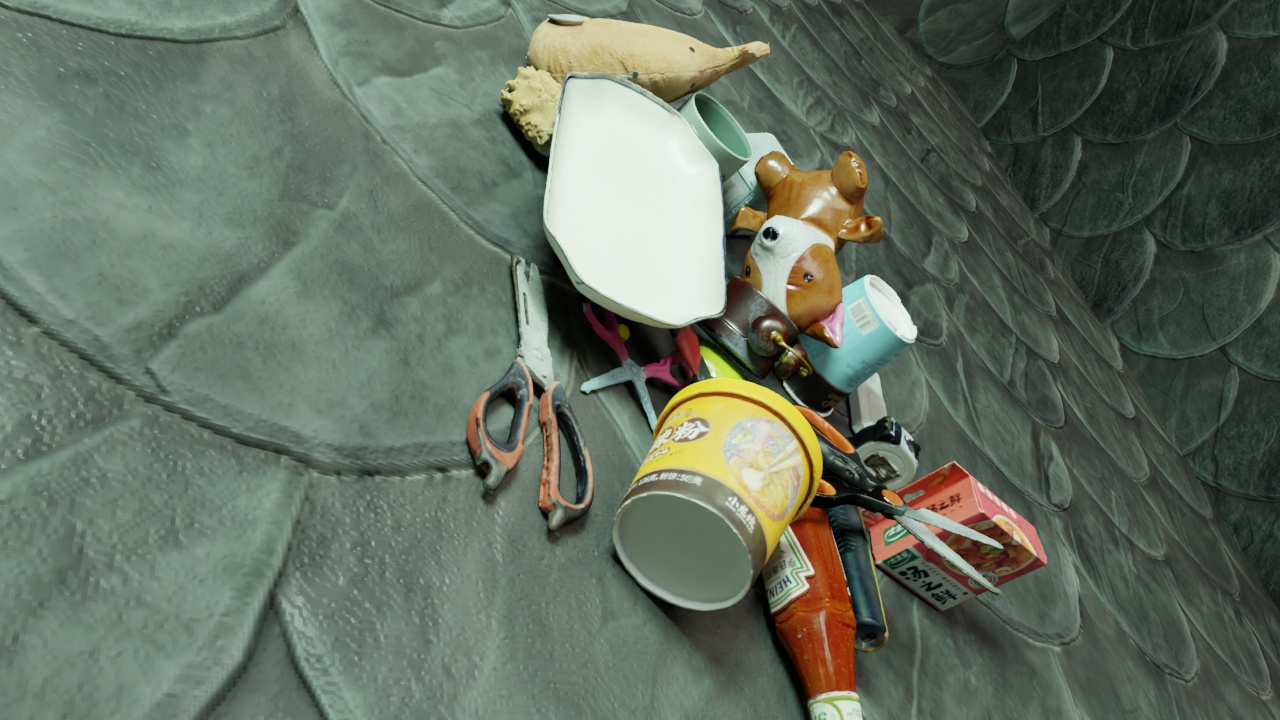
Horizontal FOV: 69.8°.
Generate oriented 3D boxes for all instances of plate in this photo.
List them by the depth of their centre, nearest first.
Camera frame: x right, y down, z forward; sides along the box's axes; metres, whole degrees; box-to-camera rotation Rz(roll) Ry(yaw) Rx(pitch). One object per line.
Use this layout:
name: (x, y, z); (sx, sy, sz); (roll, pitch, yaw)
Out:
plate: (-0.007, -0.126, 0.723); (0.162, 0.034, 0.265); (24, 46, -24)

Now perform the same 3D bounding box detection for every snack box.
snack box: (0.276, 0.162, 0.825); (0.127, 0.113, 0.044); (36, 35, -24)

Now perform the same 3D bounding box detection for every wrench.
wrench: (0.025, -0.035, 0.733); (0.056, 0.016, 0.273); (5, 58, -57)

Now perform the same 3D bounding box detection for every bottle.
bottle: (0.123, 0.193, 0.641); (0.059, 0.060, 0.205); (29, 38, -34)

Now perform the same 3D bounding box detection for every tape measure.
tape measure: (0.234, 0.093, 0.886); (0.066, 0.066, 0.033); (42, 36, -12)

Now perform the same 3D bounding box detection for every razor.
razor: (0.162, 0.151, 0.725); (0.067, 0.062, 0.167); (53, 21, -37)

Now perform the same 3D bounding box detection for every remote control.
remote control: (0.247, 0.045, 0.998); (0.049, 0.024, 0.124); (39, 32, -23)

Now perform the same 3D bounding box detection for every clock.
clock: (0.099, -0.022, 0.781); (0.122, 0.055, 0.082); (42, 0, 41)

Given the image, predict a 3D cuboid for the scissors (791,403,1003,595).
scissors: (0.167, 0.102, 0.703); (0.227, 0.022, 0.221); (8, 29, -33)

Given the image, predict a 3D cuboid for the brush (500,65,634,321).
brush: (-0.056, -0.144, 0.776); (0.083, 0.046, 0.254); (13, 52, -62)

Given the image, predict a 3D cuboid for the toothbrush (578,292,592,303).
toothbrush: (-0.005, -0.062, 0.739); (0.014, 0.017, 0.188); (63, 25, 1)

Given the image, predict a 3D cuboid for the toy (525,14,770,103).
toy: (0.005, -0.279, 0.863); (0.226, 0.083, 0.143); (9, 35, 8)

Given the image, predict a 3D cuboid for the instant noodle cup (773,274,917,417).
instant noodle cup: (0.202, -0.021, 0.909); (0.111, 0.121, 0.111); (34, 35, -28)

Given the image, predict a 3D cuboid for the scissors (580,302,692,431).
scissors: (-0.004, 0.004, 0.703); (0.134, 0.017, 0.133); (-9, 73, -50)

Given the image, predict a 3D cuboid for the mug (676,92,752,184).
mug: (0.035, -0.190, 0.874); (0.082, 0.107, 0.111); (59, 31, 9)

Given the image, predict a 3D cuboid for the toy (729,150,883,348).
toy: (0.150, -0.107, 0.869); (0.130, 0.140, 0.199); (42, 62, -52)

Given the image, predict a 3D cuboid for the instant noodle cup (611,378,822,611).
instant noodle cup: (0.046, 0.090, 0.596); (0.118, 0.119, 0.114); (48, 39, -7)

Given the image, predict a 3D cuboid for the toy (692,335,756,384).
toy: (0.077, 0.022, 0.782); (0.100, 0.031, 0.096); (30, 25, -43)

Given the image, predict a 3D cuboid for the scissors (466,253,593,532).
scissors: (-0.079, 0.007, 0.603); (0.205, 0.015, 0.198); (56, 31, 7)

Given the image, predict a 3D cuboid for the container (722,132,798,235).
container: (0.106, -0.189, 0.993); (0.111, 0.090, 0.090); (-17, 72, -54)
